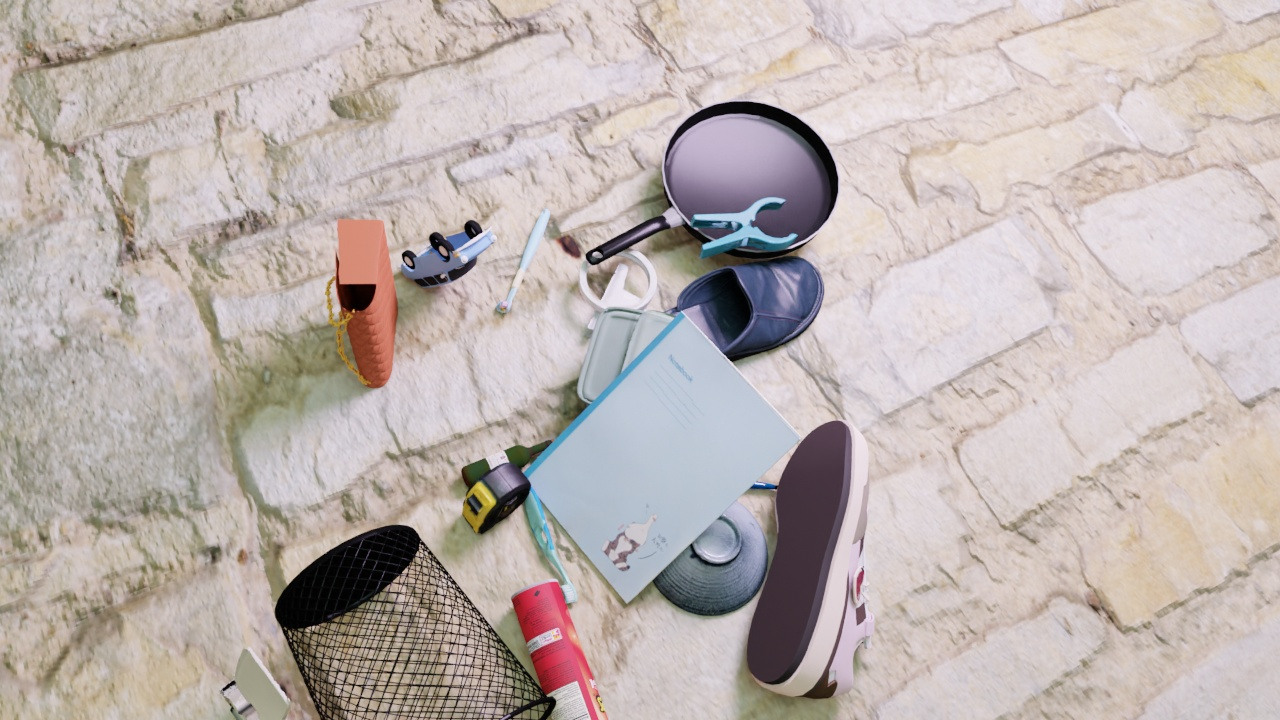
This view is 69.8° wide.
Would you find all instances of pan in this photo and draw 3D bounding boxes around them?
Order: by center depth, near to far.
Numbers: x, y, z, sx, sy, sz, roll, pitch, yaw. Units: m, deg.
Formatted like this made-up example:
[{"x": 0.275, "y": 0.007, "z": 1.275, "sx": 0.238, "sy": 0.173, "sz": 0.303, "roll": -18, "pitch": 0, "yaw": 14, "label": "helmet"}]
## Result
[{"x": 0.083, "y": -0.198, "z": 1.135, "sx": 0.355, "sy": 0.034, "sz": 0.225, "roll": -30, "pitch": 74, "yaw": -17, "label": "pan"}]

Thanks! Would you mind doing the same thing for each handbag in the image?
[{"x": -0.294, "y": -0.054, "z": 0.966, "sx": 0.060, "sy": 0.172, "sz": 0.108, "roll": -1, "pitch": 64, "yaw": -10, "label": "handbag"}, {"x": -0.006, "y": 0.006, "z": 1.015, "sx": 0.106, "sy": 0.067, "sz": 0.121, "roll": 11, "pitch": 72, "yaw": 18, "label": "handbag"}]

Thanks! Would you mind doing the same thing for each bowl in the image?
[{"x": 0.075, "y": 0.194, "z": 0.964, "sx": 0.137, "sy": 0.057, "sz": 0.136, "roll": 3, "pitch": 63, "yaw": -7, "label": "bowl"}]

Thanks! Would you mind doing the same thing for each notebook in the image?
[{"x": 0.014, "y": 0.100, "z": 0.946, "sx": 0.254, "sy": 0.009, "sz": 0.181, "roll": -46, "pitch": 74, "yaw": 13, "label": "notebook"}]

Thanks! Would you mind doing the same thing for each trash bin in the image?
[{"x": -0.211, "y": 0.273, "z": 0.819, "sx": 0.183, "sy": 0.184, "sz": 0.210, "roll": -31, "pitch": 66, "yaw": -22, "label": "trash bin"}]

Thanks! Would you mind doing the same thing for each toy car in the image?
[{"x": -0.217, "y": -0.117, "z": 1.036, "sx": 0.056, "sy": 0.154, "sz": 0.055, "roll": -42, "pitch": 113, "yaw": -33, "label": "toy car"}]

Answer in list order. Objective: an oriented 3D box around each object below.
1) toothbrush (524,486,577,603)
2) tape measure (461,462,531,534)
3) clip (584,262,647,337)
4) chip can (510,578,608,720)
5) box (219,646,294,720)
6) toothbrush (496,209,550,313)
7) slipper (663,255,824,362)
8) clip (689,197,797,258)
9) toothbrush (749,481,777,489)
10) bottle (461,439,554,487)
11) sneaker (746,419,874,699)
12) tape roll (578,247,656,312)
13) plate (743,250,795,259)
[{"x": -0.098, "y": 0.191, "z": 0.960, "sx": 0.017, "sy": 0.022, "sz": 0.135, "roll": 0, "pitch": 58, "yaw": -49, "label": "toothbrush"}, {"x": -0.148, "y": 0.140, "z": 0.949, "sx": 0.071, "sy": 0.072, "sz": 0.042, "roll": -31, "pitch": 69, "yaw": -24, "label": "tape measure"}, {"x": -0.022, "y": -0.068, "z": 1.089, "sx": 0.059, "sy": 0.052, "sz": 0.101, "roll": 17, "pitch": 62, "yaw": 14, "label": "clip"}, {"x": -0.067, "y": 0.320, "z": 0.883, "sx": 0.051, "sy": 0.052, "sz": 0.214, "roll": -17, "pitch": 67, "yaw": -17, "label": "chip can"}, {"x": -0.298, "y": 0.319, "z": 0.775, "sx": 0.044, "sy": 0.185, "sz": 0.143, "roll": -36, "pitch": 76, "yaw": -31, "label": "box"}, {"x": -0.139, "y": -0.123, "z": 1.113, "sx": 0.022, "sy": 0.016, "sz": 0.154, "roll": -3, "pitch": 56, "yaw": 36, "label": "toothbrush"}, {"x": 0.117, "y": -0.064, "z": 1.086, "sx": 0.265, "sy": 0.084, "sz": 0.109, "roll": -24, "pitch": 67, "yaw": -21, "label": "slipper"}, {"x": 0.122, "y": -0.174, "z": 1.099, "sx": 0.130, "sy": 0.030, "sz": 0.120, "roll": 5, "pitch": 73, "yaw": -7, "label": "clip"}, {"x": 0.131, "y": 0.138, "z": 1.025, "sx": 0.167, "sy": 0.014, "sz": 0.014, "roll": 5, "pitch": 74, "yaw": -6, "label": "toothbrush"}, {"x": -0.141, "y": 0.108, "z": 0.992, "sx": 0.106, "sy": 0.025, "sz": 0.025, "roll": -21, "pitch": 69, "yaw": -18, "label": "bottle"}, {"x": 0.207, "y": 0.209, "z": 0.959, "sx": 0.116, "sy": 0.112, "sz": 0.293, "roll": 29, "pitch": 62, "yaw": -25, "label": "sneaker"}, {"x": -0.027, "y": -0.095, "z": 1.088, "sx": 0.093, "sy": 0.013, "sz": 0.093, "roll": 4, "pitch": 63, "yaw": -7, "label": "tape roll"}, {"x": 0.147, "y": -0.216, "z": 1.194, "sx": 0.182, "sy": 0.034, "sz": 0.182, "roll": 3, "pitch": 63, "yaw": -7, "label": "plate"}]
